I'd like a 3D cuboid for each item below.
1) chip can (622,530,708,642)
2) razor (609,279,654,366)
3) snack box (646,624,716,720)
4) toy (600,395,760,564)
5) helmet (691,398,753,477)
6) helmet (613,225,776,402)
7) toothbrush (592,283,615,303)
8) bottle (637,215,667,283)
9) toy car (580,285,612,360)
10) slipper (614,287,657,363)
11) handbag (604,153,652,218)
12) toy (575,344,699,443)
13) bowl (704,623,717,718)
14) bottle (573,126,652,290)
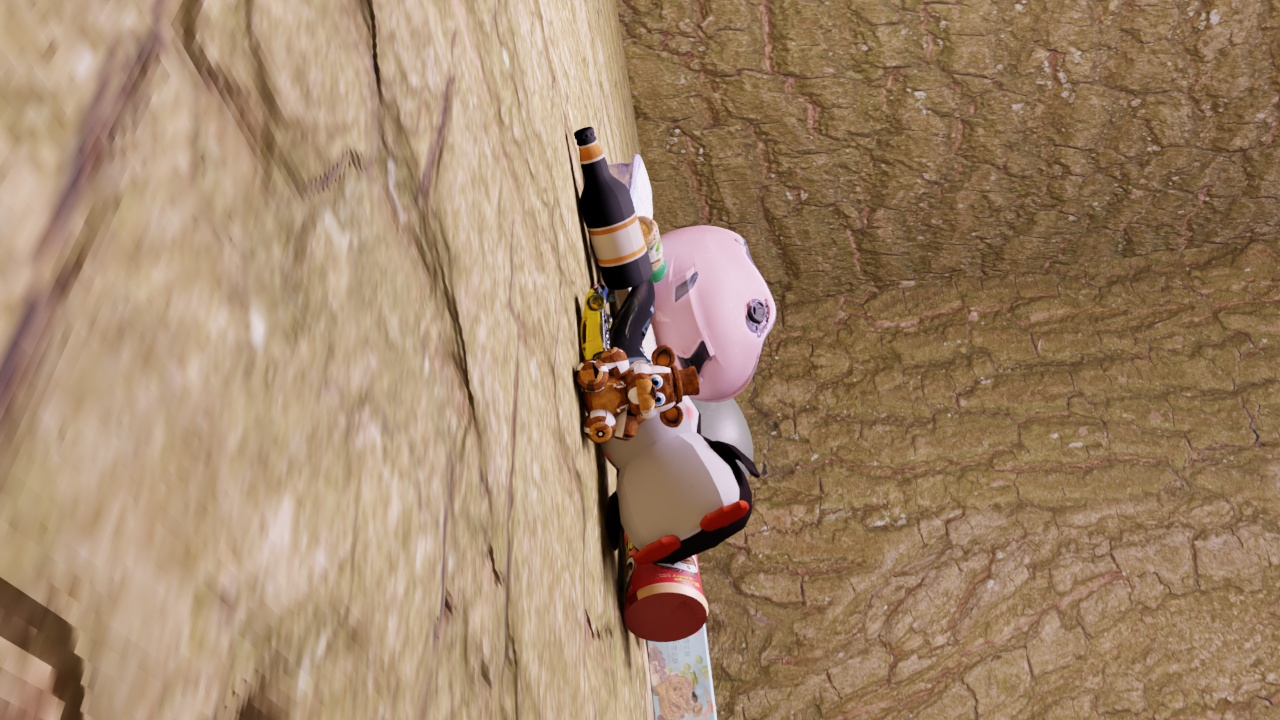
[{"bbox_3d":[0.021,0.194,1.006,0.213,0.087,0.087,-94,175,-51],"label":"chip can"},{"bbox_3d":[-0.005,-0.029,1.065,0.053,0.064,0.140,58,46,-65],"label":"razor"},{"bbox_3d":[0.050,0.385,1.153,0.053,0.075,0.174,71,13,-75],"label":"snack box"},{"bbox_3d":[0.026,0.104,0.924,0.184,0.159,0.140,65,7,24],"label":"toy"},{"bbox_3d":[0.091,0.122,1.473,0.227,0.153,0.267,92,-26,-46],"label":"helmet"},{"bbox_3d":[0.060,-0.061,1.285,0.152,0.231,0.255,-10,94,-50],"label":"helmet"},{"bbox_3d":[-0.043,-0.078,1.100,0.135,0.017,0.021,9,68,-86],"label":"toothbrush"},{"bbox_3d":[0.008,-0.137,1.132,0.111,0.043,0.043,70,13,-67],"label":"bottle"},{"bbox_3d":[-0.042,-0.022,0.894,0.049,0.030,0.106,72,14,-64],"label":"toy car"},{"bbox_3d":[-0.007,0.007,1.179,0.114,0.052,0.263,-77,157,-61],"label":"slipper"},{"bbox_3d":[-0.030,-0.179,1.175,0.159,0.069,0.126,67,30,-74],"label":"handbag"},{"bbox_3d":[-0.002,0.028,0.842,0.067,0.112,0.087,-152,-126,-81],"label":"toy"},{"bbox_3d":[0.060,0.415,1.263,0.153,0.073,0.153,-5,88,-86],"label":"bowl"},{"bbox_3d":[-0.037,-0.172,1.034,0.059,0.059,0.182,-89,163,-64],"label":"bottle"}]
